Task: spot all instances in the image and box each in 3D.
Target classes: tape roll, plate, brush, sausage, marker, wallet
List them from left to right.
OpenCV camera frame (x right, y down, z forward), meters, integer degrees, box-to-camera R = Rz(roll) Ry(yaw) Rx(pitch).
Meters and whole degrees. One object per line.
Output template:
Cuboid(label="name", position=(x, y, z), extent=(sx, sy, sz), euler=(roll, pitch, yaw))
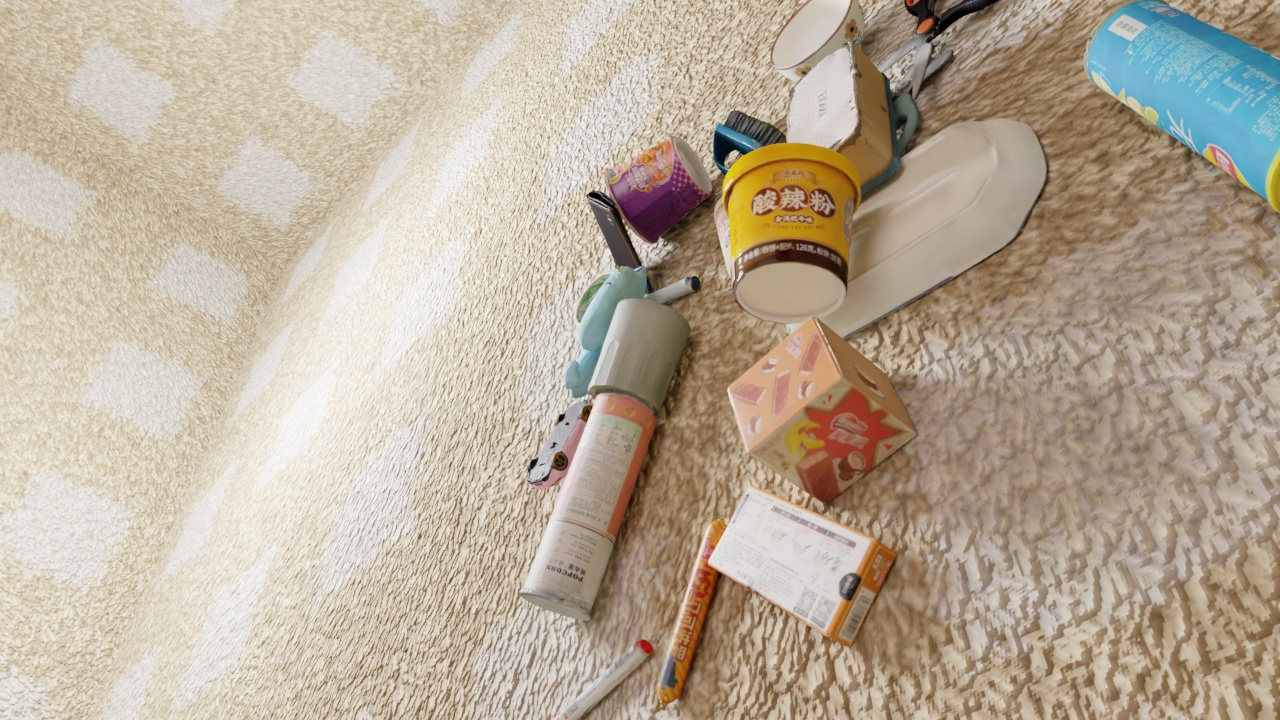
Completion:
Cuboid(label="marker", position=(-0.042, 0.291, 0.796), extent=(0.145, 0.017, 0.017), euler=(-46, 30, 16))
Cuboid(label="tape roll", position=(-0.054, -0.078, 1.193), extent=(0.086, 0.014, 0.085), euler=(-37, 34, 30))
Cuboid(label="wallet", position=(-0.024, -0.142, 1.111), extent=(0.020, 0.122, 0.096), euler=(-29, 29, -7))
Cuboid(label="marker", position=(0.021, -0.075, 1.072), extent=(0.131, 0.018, 0.022), euler=(-20, 80, 48))
Cuboid(label="sausage", position=(0.044, 0.203, 0.751), extent=(0.022, 0.021, 0.164), euler=(-12, 51, 51))
Cuboid(label="brush", position=(0.121, -0.242, 1.053), extent=(0.073, 0.055, 0.144), euler=(-50, 30, 8))
Cuboid(label="plate", position=(0.219, -0.117, 0.800), extent=(0.267, 0.034, 0.161), euler=(-33, 36, 35))

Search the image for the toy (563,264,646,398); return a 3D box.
Cuboid(label="toy", position=(-0.040, -0.040, 1.048), extent=(0.161, 0.050, 0.157), euler=(-52, -16, -36))

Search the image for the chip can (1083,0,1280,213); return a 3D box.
Cuboid(label="chip can", position=(0.371, -0.169, 0.588), extent=(0.071, 0.071, 0.210), euler=(-43, 31, 21))

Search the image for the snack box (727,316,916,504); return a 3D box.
Cuboid(label="snack box", position=(0.137, 0.039, 0.704), extent=(0.095, 0.092, 0.077), euler=(-43, 32, 22))

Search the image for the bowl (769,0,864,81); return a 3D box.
Cuboid(label="bowl", position=(0.208, -0.356, 1.032), extent=(0.114, 0.062, 0.113), euler=(-37, 35, 32))

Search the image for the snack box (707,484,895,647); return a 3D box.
Cuboid(label="snack box", position=(0.116, 0.149, 0.693), extent=(0.075, 0.026, 0.154), euler=(-61, 29, -8))

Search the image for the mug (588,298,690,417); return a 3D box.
Cuboid(label="mug", position=(-0.006, 0.006, 0.983), extent=(0.124, 0.083, 0.103), euler=(123, 168, -67))

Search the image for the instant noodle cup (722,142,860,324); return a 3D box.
Cuboid(label="instant noodle cup", position=(0.126, -0.103, 0.777), extent=(0.119, 0.118, 0.114), euler=(-24, 50, 44))

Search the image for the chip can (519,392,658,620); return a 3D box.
Cuboid(label="chip can", position=(-0.047, 0.139, 0.901), extent=(0.071, 0.071, 0.214), euler=(-13, 50, 51))

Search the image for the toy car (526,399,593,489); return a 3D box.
Cuboid(label="toy car", position=(-0.086, 0.097, 1.043), extent=(0.056, 0.037, 0.122), euler=(-17, 35, 45))

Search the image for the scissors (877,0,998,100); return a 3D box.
Cuboid(label="scissors", position=(0.302, -0.341, 0.910), extent=(0.222, 0.021, 0.233), euler=(-25, 38, 41))

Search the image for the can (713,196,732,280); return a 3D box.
Cuboid(label="can", position=(0.111, -0.125, 0.946), extent=(0.059, 0.058, 0.116), euler=(-41, 32, 25))

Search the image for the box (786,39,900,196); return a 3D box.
Cuboid(label="box", position=(0.187, -0.217, 0.859), extent=(0.090, 0.062, 0.183), euler=(-32, 35, 38))

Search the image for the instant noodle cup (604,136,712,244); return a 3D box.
Cuboid(label="instant noodle cup", position=(0.026, -0.215, 1.124), extent=(0.099, 0.111, 0.111), euler=(-32, 36, 24))

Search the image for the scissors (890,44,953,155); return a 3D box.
Cuboid(label="scissors", position=(0.244, -0.236, 0.901), extent=(0.177, 0.019, 0.171), euler=(-37, 32, 26))
